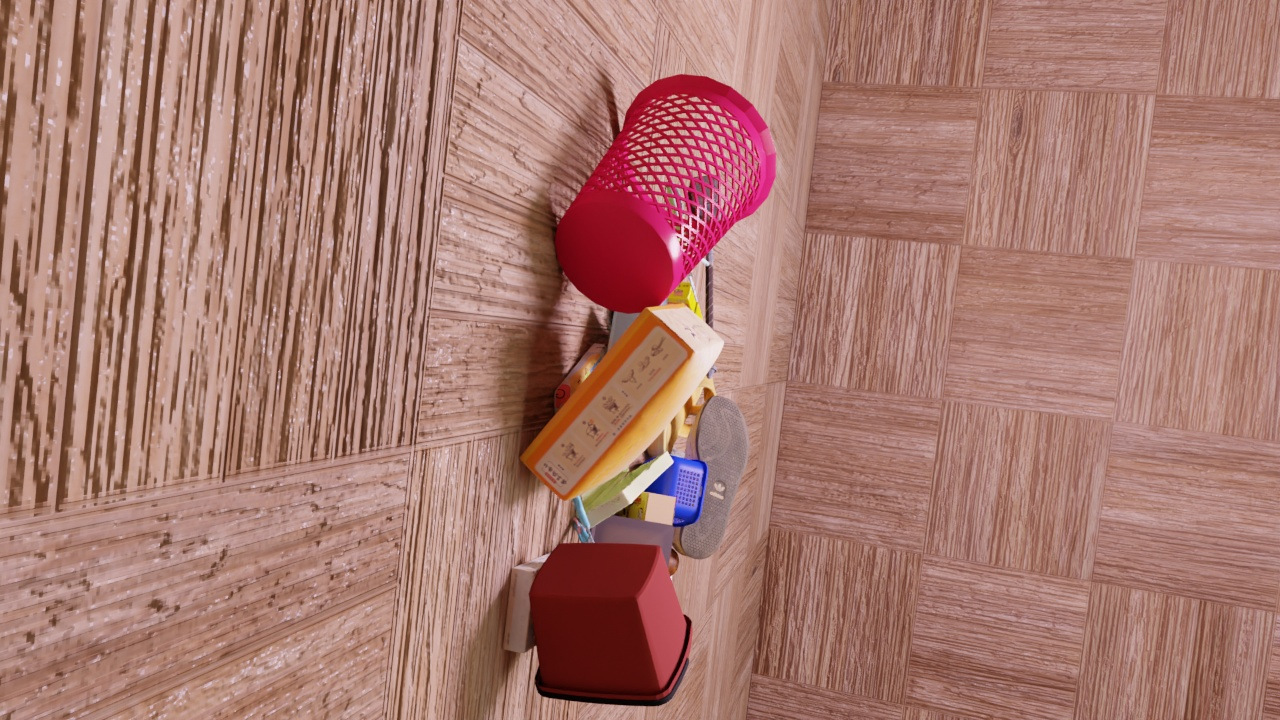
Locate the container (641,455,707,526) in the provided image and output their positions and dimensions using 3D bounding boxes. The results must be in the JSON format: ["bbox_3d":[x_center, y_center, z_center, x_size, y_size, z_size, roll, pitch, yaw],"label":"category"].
[{"bbox_3d":[0.039,0.180,1.283,0.114,0.058,0.096,-20,-124,63],"label":"container"}]

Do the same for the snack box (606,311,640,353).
[{"bbox_3d":[-0.006,0.006,1.080,0.175,0.053,0.074,88,9,-63],"label":"snack box"}]

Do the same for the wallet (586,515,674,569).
[{"bbox_3d":[-0.018,0.239,1.128,0.018,0.115,0.091,-7,-109,63],"label":"wallet"}]

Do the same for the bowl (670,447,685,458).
[{"bbox_3d":[0.051,0.209,1.458,0.157,0.038,0.157,8,89,-75],"label":"bowl"}]

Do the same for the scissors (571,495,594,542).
[{"bbox_3d":[-0.059,0.178,0.989,0.136,0.015,0.126,18,-55,67],"label":"scissors"}]

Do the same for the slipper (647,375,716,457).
[{"bbox_3d":[0.079,0.070,1.428,0.262,0.078,0.100,-52,145,-59],"label":"slipper"}]

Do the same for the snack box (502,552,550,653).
[{"bbox_3d":[-0.098,0.245,0.952,0.150,0.026,0.082,15,82,-75],"label":"snack box"}]

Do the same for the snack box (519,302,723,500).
[{"bbox_3d":[-0.008,0.042,0.908,0.195,0.080,0.145,-49,171,15],"label":"snack box"}]

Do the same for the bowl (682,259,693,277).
[{"bbox_3d":[0.022,-0.143,1.145,0.110,0.040,0.110,61,3,-5],"label":"bowl"}]

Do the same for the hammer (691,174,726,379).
[{"bbox_3d":[0.104,-0.120,1.380,0.098,0.044,0.321,67,23,-62],"label":"hammer"}]

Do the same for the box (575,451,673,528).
[{"bbox_3d":[-0.025,0.147,1.132,0.078,0.089,0.187,-55,173,18],"label":"box"}]

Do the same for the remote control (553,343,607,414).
[{"bbox_3d":[-0.064,0.022,0.994,0.125,0.018,0.038,-55,149,-56],"label":"remote control"}]

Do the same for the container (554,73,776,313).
[{"bbox_3d":[0.019,-0.163,0.950,0.225,0.183,0.183,-57,151,-43],"label":"container"}]

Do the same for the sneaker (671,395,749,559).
[{"bbox_3d":[0.092,0.175,1.363,0.102,0.089,0.241,152,-45,-69],"label":"sneaker"}]

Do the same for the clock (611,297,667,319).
[{"bbox_3d":[0.004,-0.064,1.136,0.129,0.052,0.090,37,61,-72],"label":"clock"}]

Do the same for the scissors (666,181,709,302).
[{"bbox_3d":[0.054,-0.163,1.276,0.168,0.023,0.171,-27,103,-66],"label":"scissors"}]

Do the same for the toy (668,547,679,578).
[{"bbox_3d":[0.019,0.305,1.331,0.113,0.067,0.087,124,-20,-45],"label":"toy"}]

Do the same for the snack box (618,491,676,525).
[{"bbox_3d":[0.002,0.236,1.201,0.088,0.040,0.125,171,-71,-68],"label":"snack box"}]

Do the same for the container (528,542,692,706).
[{"bbox_3d":[-0.024,0.286,0.908,0.126,0.148,0.201,-57,140,-59],"label":"container"}]

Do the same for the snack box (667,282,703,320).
[{"bbox_3d":[0.067,-0.072,1.388,0.148,0.040,0.028,65,35,-63],"label":"snack box"}]
